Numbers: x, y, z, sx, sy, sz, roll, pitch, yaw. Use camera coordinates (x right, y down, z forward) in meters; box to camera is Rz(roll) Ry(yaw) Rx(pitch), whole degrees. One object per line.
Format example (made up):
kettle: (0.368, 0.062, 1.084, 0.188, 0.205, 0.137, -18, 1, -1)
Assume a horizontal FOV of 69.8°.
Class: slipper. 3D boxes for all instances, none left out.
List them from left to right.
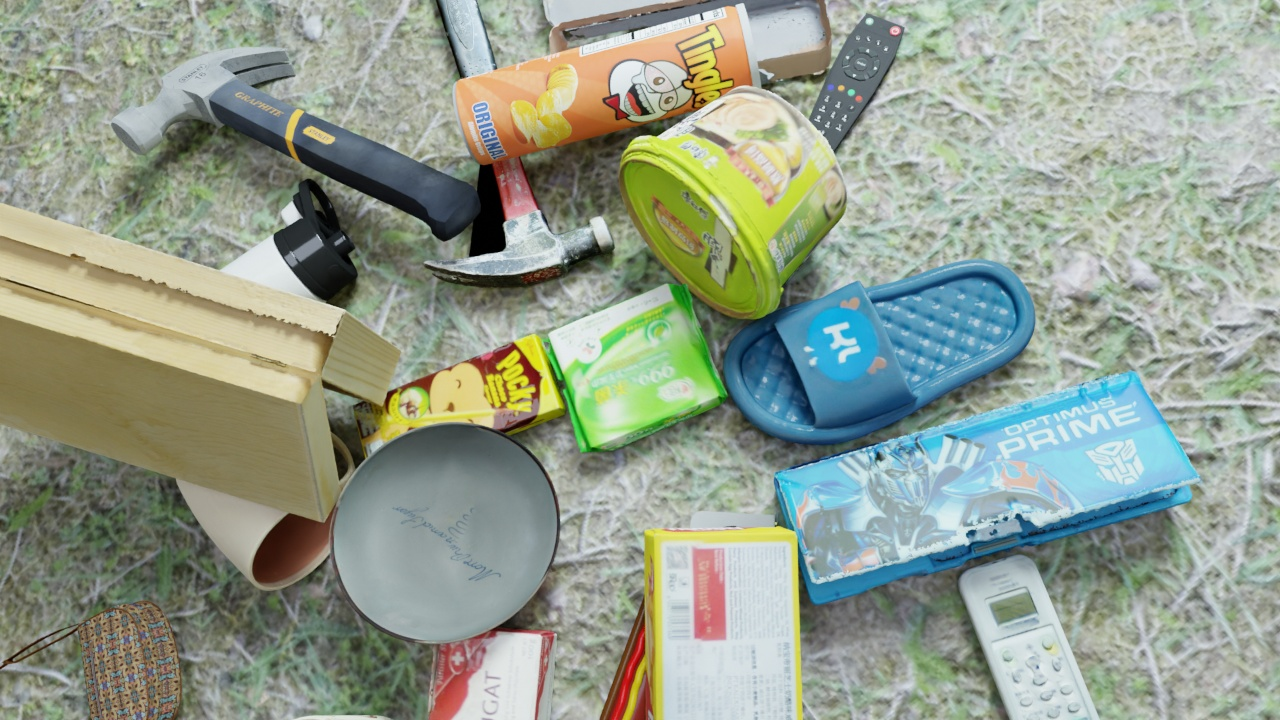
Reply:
slipper: (0.162, -0.008, 0.620, 0.214, 0.059, 0.103, -18, 76, 4)

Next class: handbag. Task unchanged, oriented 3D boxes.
handbag: (-0.424, 0.243, 0.677, 0.196, 0.043, 0.093, -19, 78, 14)

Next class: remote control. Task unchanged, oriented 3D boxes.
remote control: (0.157, -0.204, 0.692, 0.039, 0.010, 0.124, 27, 82, 15)
remote control: (0.245, 0.191, 0.575, 0.050, 0.022, 0.133, -19, 74, 5)

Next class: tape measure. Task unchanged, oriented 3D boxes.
tape measure: (0.065, 0.134, 0.622, 0.064, 0.017, 0.065, 2, 77, 10)

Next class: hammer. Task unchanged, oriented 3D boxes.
hammer: (-0.255, -0.164, 0.706, 0.313, 0.035, 0.139, 28, 61, 23)
hammer: (-0.132, -0.207, 0.731, 0.140, 0.036, 0.326, -19, 74, 3)

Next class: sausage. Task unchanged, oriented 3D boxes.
sausage: (-0.003, 0.226, 0.600, 0.040, 0.040, 0.155, 19, 80, 13)

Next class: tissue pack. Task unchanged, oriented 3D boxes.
tissue pack: (-0.004, 0.004, 0.658, 0.114, 0.034, 0.099, -23, 75, 5)

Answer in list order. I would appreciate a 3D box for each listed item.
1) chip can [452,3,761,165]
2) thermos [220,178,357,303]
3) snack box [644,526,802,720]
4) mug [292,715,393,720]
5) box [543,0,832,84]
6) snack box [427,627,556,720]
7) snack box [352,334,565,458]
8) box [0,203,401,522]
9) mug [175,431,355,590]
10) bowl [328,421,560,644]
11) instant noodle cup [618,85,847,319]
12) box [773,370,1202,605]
chip can: (-0.024, -0.195, 0.656, 0.210, 0.062, 0.062, -13, 75, 8)
thermos: (-0.327, -0.040, 0.710, 0.230, 0.068, 0.101, -36, 60, -1)
snack box: (0.051, 0.206, 0.570, 0.092, 0.042, 0.200, 0, 83, -10)
mug: (-0.187, 0.285, 0.586, 0.081, 0.097, 0.122, -15, 74, 6)
box: (0.032, -0.277, 0.710, 0.216, 0.063, 0.157, -9, 90, 8)
snack box: (-0.107, 0.313, 0.593, 0.077, 0.044, 0.272, 2, 77, 10)
snack box: (-0.134, 0.036, 0.675, 0.149, 0.025, 0.061, -21, 75, 4)
box: (-0.304, -0.006, 0.591, 0.249, 0.141, 0.148, 16, 69, 5)
mug: (-0.265, 0.090, 0.663, 0.104, 0.085, 0.111, 35, 56, 21)
bowl: (-0.130, 0.120, 0.630, 0.150, 0.057, 0.150, 2, 69, -5)
instant noodle cup: (0.066, -0.109, 0.622, 0.097, 0.146, 0.146, -41, 73, -14)
box: (0.213, 0.080, 0.585, 0.243, 0.066, 0.090, -17, 73, 5)
